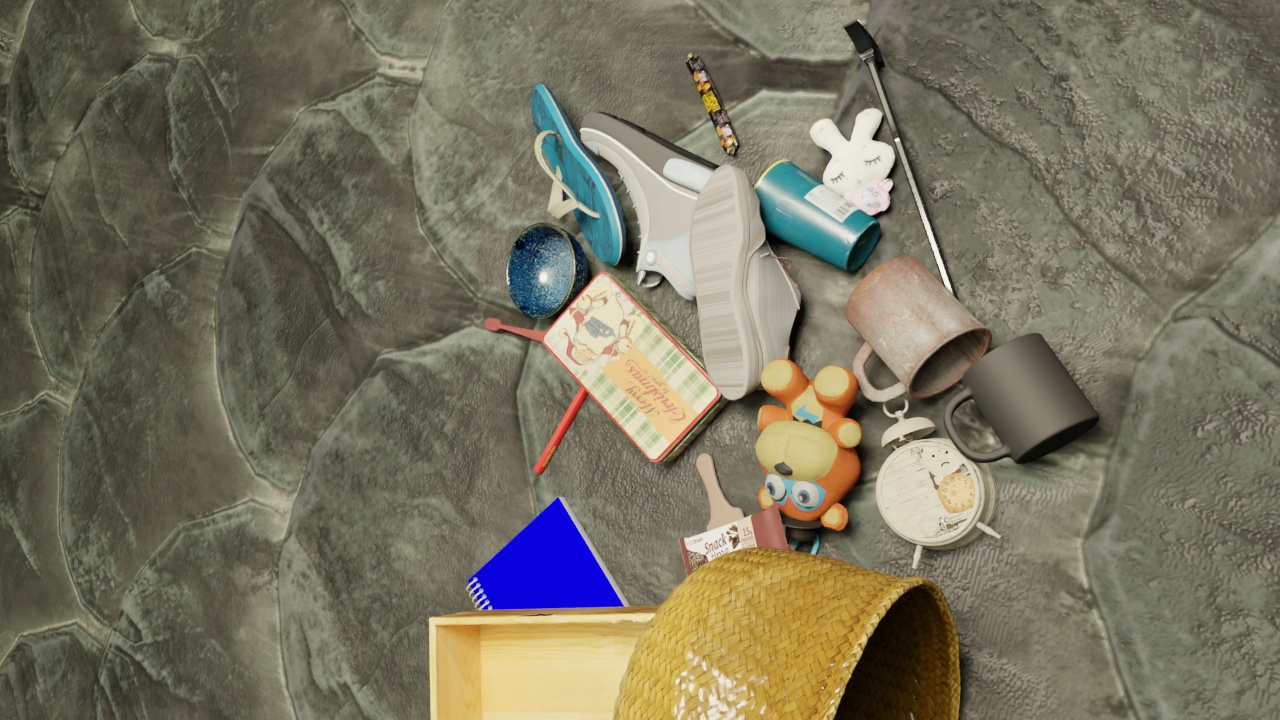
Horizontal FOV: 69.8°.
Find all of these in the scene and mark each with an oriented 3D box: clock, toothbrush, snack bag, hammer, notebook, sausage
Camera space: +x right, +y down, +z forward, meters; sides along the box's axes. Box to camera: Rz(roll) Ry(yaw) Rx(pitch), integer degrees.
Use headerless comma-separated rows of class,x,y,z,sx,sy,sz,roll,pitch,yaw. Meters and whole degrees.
clock,0.259,0.102,0.843,0.104,0.061,0.156,-27,68,23
toothbrush,-0.121,-0.029,1.126,0.190,0.016,0.016,14,87,36
toothbrush,-0.067,0.046,1.085,0.018,0.012,0.212,34,98,32
snack bag,0.091,0.189,0.921,0.158,0.013,0.057,-32,63,49
hammer,0.264,-0.184,0.902,0.015,0.095,0.324,-21,75,26
notebook,-0.098,0.292,1.045,0.172,0.022,0.209,-44,61,14
sausage,0.083,-0.300,1.064,0.020,0.020,0.155,-29,66,23

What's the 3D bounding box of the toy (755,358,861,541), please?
toy,0.163,0.087,0.888,0.112,0.096,0.176,7,109,41

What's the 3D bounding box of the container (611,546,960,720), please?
container,0.118,0.313,0.748,0.197,0.306,0.307,9,84,40

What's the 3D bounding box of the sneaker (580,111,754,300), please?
sneaker,0.004,-0.177,1.054,0.257,0.093,0.160,33,105,34

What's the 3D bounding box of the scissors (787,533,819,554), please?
scissors,0.122,0.218,0.930,0.076,0.015,0.141,32,91,31

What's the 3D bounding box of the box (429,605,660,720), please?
box,-0.124,0.389,0.839,0.280,0.336,0.286,-8,80,22

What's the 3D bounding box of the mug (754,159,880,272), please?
mug,0.180,-0.145,0.942,0.121,0.078,0.078,37,99,28

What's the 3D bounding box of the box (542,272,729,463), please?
box,-0.006,0.006,1.015,0.118,0.050,0.205,-48,71,15

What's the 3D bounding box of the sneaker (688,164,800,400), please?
sneaker,0.117,-0.081,0.943,0.099,0.089,0.236,3,98,57

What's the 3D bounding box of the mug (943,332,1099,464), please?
mug,0.323,0.042,0.801,0.114,0.078,0.088,-29,65,7

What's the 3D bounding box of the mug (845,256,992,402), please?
mug,0.245,-0.021,0.858,0.123,0.096,0.110,-44,49,16

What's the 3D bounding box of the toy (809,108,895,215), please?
toy,0.224,-0.205,0.947,0.079,0.038,0.122,-21,71,19

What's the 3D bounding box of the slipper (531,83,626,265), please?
slipper,-0.093,-0.218,1.101,0.060,0.118,0.294,-18,57,-14

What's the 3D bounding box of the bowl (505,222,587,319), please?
bowl,-0.103,-0.106,1.107,0.115,0.060,0.114,0,90,38

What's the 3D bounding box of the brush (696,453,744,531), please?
brush,0.088,0.160,0.964,0.050,0.015,0.135,-39,55,33
